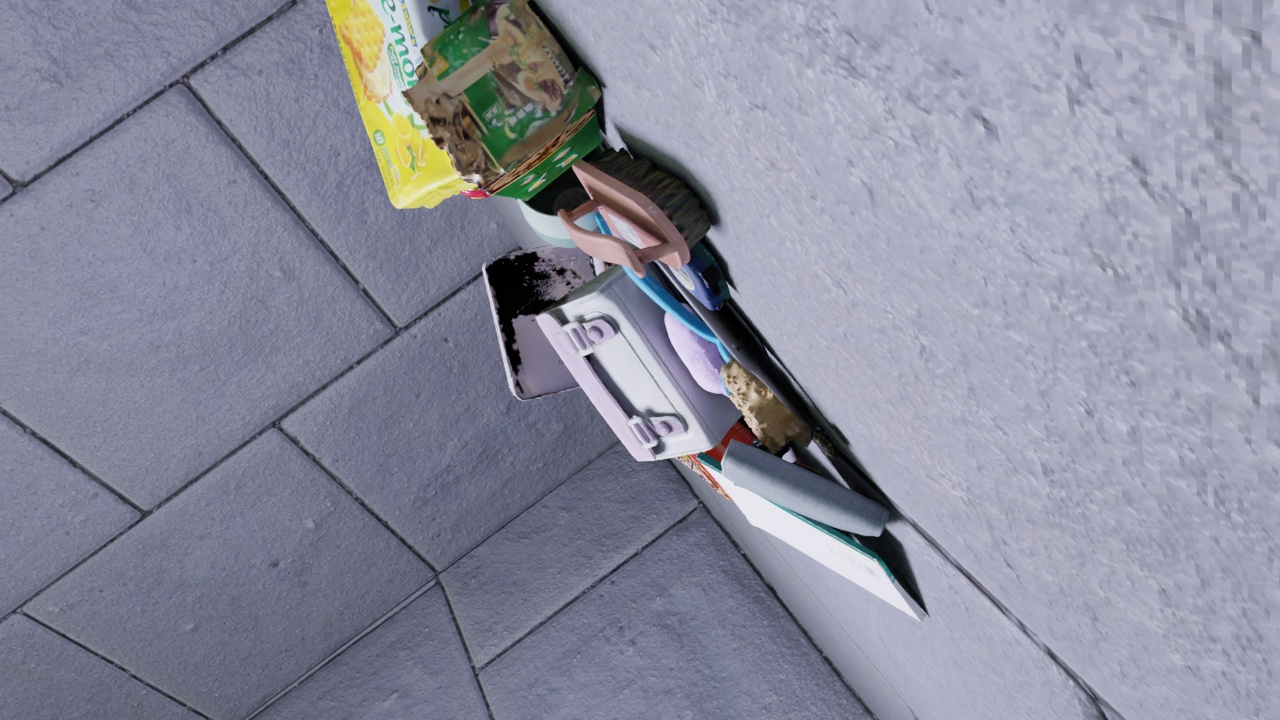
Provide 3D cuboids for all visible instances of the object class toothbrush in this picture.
[{"bbox_3d":[0.080,-0.010,0.698,0.212,0.026,0.027,52,-172,14],"label":"toothbrush"}]

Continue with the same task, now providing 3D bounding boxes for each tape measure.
[{"bbox_3d":[0.040,-0.069,0.666,0.058,0.025,0.054,46,170,35],"label":"tape measure"}]

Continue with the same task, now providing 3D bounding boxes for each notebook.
[{"bbox_3d":[0.155,0.163,0.855,0.209,0.012,0.150,26,164,43],"label":"notebook"}]

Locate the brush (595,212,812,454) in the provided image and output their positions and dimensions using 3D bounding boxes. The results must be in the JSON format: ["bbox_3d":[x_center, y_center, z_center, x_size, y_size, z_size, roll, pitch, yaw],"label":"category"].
[{"bbox_3d":[0.047,-0.024,0.750,0.254,0.046,0.083,47,179,5],"label":"brush"}]

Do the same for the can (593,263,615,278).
[{"bbox_3d":[-0.007,-0.055,1.046,0.116,0.058,0.058,54,176,-11],"label":"can"}]

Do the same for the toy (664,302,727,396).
[{"bbox_3d":[0.058,-0.008,0.859,0.108,0.039,0.084,57,175,-8],"label":"toy"}]

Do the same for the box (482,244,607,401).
[{"bbox_3d":[-0.112,-0.060,1.155,0.198,0.157,0.181,-143,39,-75],"label":"box"}]

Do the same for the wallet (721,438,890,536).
[{"bbox_3d":[0.129,0.101,0.733,0.130,0.037,0.106,23,171,9],"label":"wallet"}]

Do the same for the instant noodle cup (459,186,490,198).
[{"bbox_3d":[-0.168,-0.251,0.934,0.116,0.116,0.124,45,160,29],"label":"instant noodle cup"}]

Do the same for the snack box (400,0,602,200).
[{"bbox_3d":[-0.090,-0.186,0.682,0.118,0.117,0.105,56,-172,11],"label":"snack box"}]

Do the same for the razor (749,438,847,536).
[{"bbox_3d":[0.157,0.136,0.914,0.167,0.062,0.067,50,-152,-25],"label":"razor"}]

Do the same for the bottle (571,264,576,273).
[{"bbox_3d":[-0.029,-0.049,1.301,0.218,0.065,0.065,55,176,-4],"label":"bottle"}]

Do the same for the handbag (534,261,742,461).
[{"bbox_3d":[-0.006,0.005,0.941,0.145,0.098,0.197,-20,108,52],"label":"handbag"}]

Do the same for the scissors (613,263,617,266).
[{"bbox_3d":[0.007,-0.038,0.981,0.170,0.019,0.181,15,134,37],"label":"scissors"}]

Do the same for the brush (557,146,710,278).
[{"bbox_3d":[-0.007,-0.097,0.634,0.063,0.073,0.145,57,173,-33],"label":"brush"}]

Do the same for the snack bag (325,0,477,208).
[{"bbox_3d":[-0.195,-0.258,0.810,0.158,0.068,0.246,-7,103,51],"label":"snack bag"}]

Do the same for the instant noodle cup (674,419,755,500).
[{"bbox_3d":[0.071,0.090,1.106,0.164,0.079,0.189,42,175,11],"label":"instant noodle cup"}]

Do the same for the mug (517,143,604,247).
[{"bbox_3d":[-0.067,-0.161,0.794,0.106,0.082,0.111,77,-173,-82],"label":"mug"}]
